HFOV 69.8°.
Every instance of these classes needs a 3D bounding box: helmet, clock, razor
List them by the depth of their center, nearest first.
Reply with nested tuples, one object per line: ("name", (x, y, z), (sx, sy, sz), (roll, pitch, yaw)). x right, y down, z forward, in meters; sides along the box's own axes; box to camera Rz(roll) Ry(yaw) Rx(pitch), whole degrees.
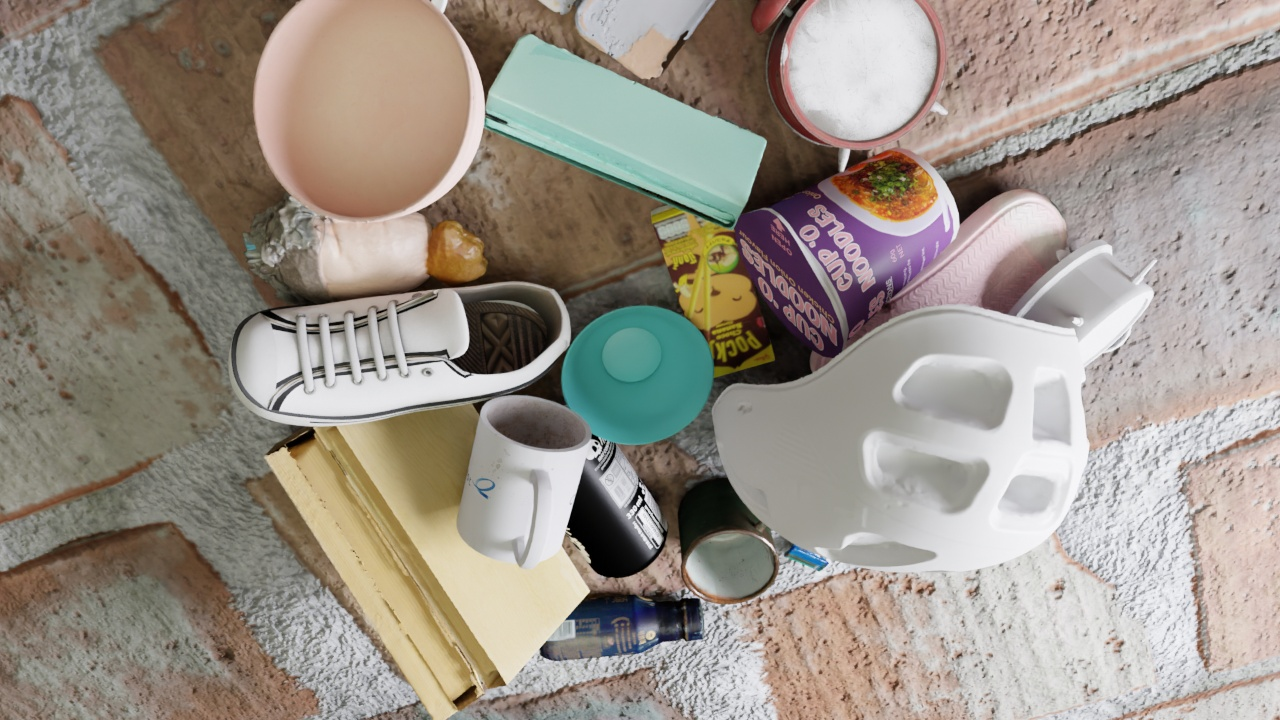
("clock", (0.133, -0.217, 0.615), (0.110, 0.062, 0.157), (-28, 106, 5))
("helmet", (0.177, 0.060, 0.676), (0.224, 0.283, 0.183), (16, 82, -34))
("clock", (0.331, -0.027, 0.713), (0.120, 0.061, 0.159), (-34, 153, -7))
("razor", (0.188, 0.136, 0.848), (0.044, 0.018, 0.141), (26, 112, -15))

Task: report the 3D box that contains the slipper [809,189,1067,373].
("slipper", (0.233, -0.045, 0.722), (0.107, 0.055, 0.222), (40, 110, -23))

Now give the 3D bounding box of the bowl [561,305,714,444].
("bowl", (-0.004, 0.004, 0.745), (0.121, 0.046, 0.121), (-3, 115, -6))

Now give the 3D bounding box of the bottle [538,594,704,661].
("bottle", (-0.019, 0.257, 0.888), (0.161, 0.056, 0.056), (-5, 120, 2))

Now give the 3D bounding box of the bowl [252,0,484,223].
("bowl", (-0.165, -0.163, 0.600), (0.153, 0.076, 0.153), (1, 96, 14))

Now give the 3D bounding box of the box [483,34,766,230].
("box", (-0.016, -0.141, 0.642), (0.188, 0.077, 0.080), (22, 149, -5))

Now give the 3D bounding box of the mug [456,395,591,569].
("mug", (-0.084, 0.096, 0.674), (0.083, 0.119, 0.096), (8, 114, -20))

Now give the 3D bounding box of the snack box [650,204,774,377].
("snack box", (0.059, -0.058, 0.727), (0.061, 0.025, 0.149), (-16, 119, 9))

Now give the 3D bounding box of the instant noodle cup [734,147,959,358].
("instant noodle cup", (0.152, -0.090, 0.653), (0.121, 0.122, 0.137), (-34, 146, -8))

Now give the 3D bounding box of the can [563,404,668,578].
("can", (-0.040, 0.115, 0.792), (0.080, 0.080, 0.146), (-26, 117, 12))

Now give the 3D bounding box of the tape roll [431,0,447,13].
("tape roll", (-0.176, -0.255, 0.611), (0.094, 0.019, 0.094), (0, 120, -1))

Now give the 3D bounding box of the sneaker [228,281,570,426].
("sneaker", (-0.160, -0.013, 0.654), (0.245, 0.091, 0.097), (-4, 165, -24))

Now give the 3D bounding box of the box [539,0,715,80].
("box", (0.012, -0.306, 0.579), (0.151, 0.043, 0.217), (34, 114, -15))

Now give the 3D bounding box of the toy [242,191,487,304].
("toy", (-0.201, -0.085, 0.676), (0.176, 0.076, 0.133), (2, 157, -11))

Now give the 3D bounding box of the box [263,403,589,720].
("box", (-0.181, 0.145, 0.744), (0.184, 0.141, 0.248), (-30, 99, 7))

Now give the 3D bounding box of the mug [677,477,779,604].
("mug", (0.083, 0.148, 0.814), (0.085, 0.081, 0.111), (30, 115, -17))
